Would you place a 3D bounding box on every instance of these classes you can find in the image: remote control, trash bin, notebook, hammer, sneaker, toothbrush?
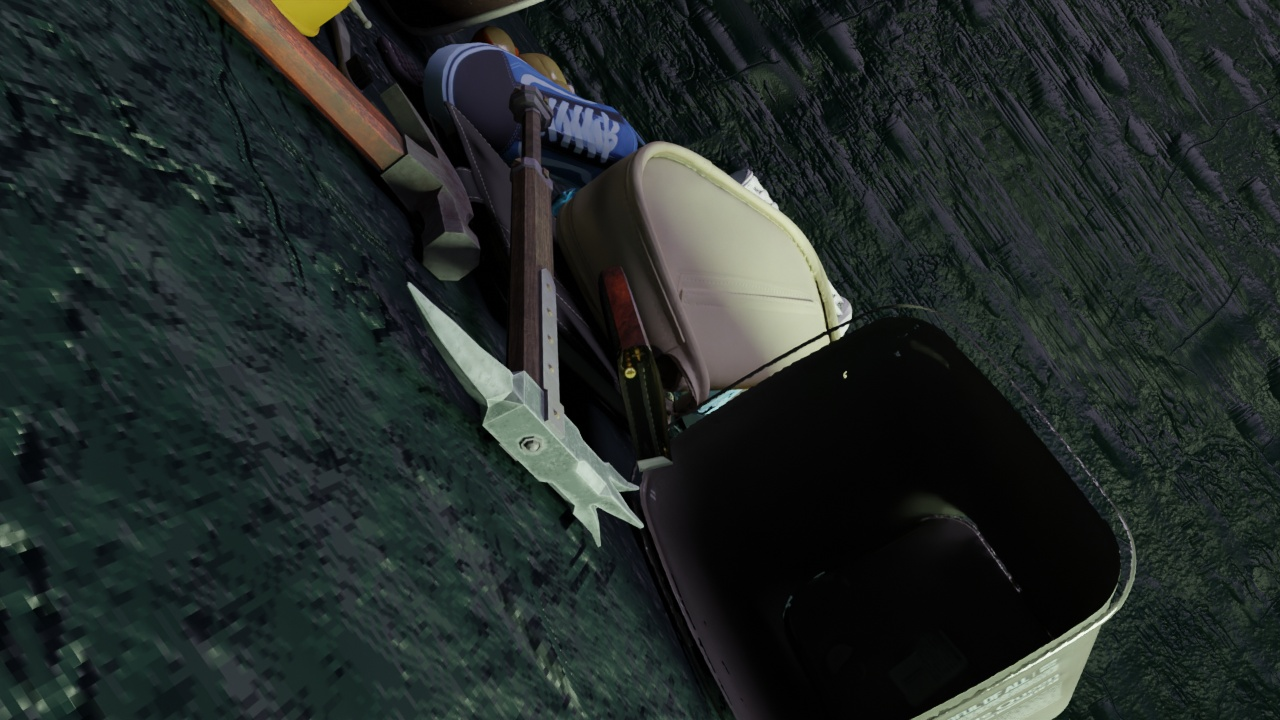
[{"bbox_3d":[-0.155,-0.197,0.701,0.046,0.009,0.124,60,10,31],"label":"remote control"},{"bbox_3d":[0.139,0.128,0.515,0.220,0.197,0.197,54,7,-49],"label":"trash bin"},{"bbox_3d":[-0.068,-0.065,0.608,0.169,0.029,0.209,46,12,-49],"label":"notebook"},{"bbox_3d":[-0.177,-0.160,0.393,0.300,0.028,0.111,47,13,-40],"label":"hammer"},{"bbox_3d":[-0.062,-0.188,0.717,0.241,0.098,0.083,8,87,-62],"label":"sneaker"},{"bbox_3d":[-0.059,-0.070,0.480,0.147,0.028,0.316,52,19,-37],"label":"hammer"},{"bbox_3d":[-0.187,-0.206,0.564,0.013,0.013,0.167,45,11,-48],"label":"toothbrush"}]

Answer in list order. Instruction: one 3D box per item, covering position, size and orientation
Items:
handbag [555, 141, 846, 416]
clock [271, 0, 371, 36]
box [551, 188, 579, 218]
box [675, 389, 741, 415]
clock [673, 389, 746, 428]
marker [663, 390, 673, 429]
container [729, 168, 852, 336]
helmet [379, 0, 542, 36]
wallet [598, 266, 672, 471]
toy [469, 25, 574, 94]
[{"bbox_3d":[0.040,-0.037,0.670,0.228,0.132,0.184,1,68,-47],"label":"handbag"},{"bbox_3d":[-0.204,-0.241,0.478,0.152,0.052,0.113,51,9,-48],"label":"clock"},{"bbox_3d":[-0.020,-0.163,0.956,0.094,0.110,0.231,52,9,-9],"label":"box"},{"bbox_3d":[0.008,-0.050,0.756,0.210,0.069,0.063,56,22,13],"label":"box"},{"bbox_3d":[0.078,0.047,0.829,0.122,0.045,0.159,42,30,-43],"label":"clock"},{"bbox_3d":[0.014,0.043,0.678,0.017,0.017,0.145,54,9,-6],"label":"marker"},{"bbox_3d":[0.096,-0.074,0.983,0.187,0.189,0.189,51,10,-14],"label":"container"},{"bbox_3d":[-0.160,-0.394,0.802,0.232,0.234,0.254,-69,149,-49],"label":"helmet"},{"bbox_3d":[-0.004,0.001,0.495,0.123,0.019,0.072,-107,-175,-66],"label":"wallet"},{"bbox_3d":[-0.108,-0.237,0.860,0.112,0.096,0.176,62,-1,6],"label":"toy"}]
